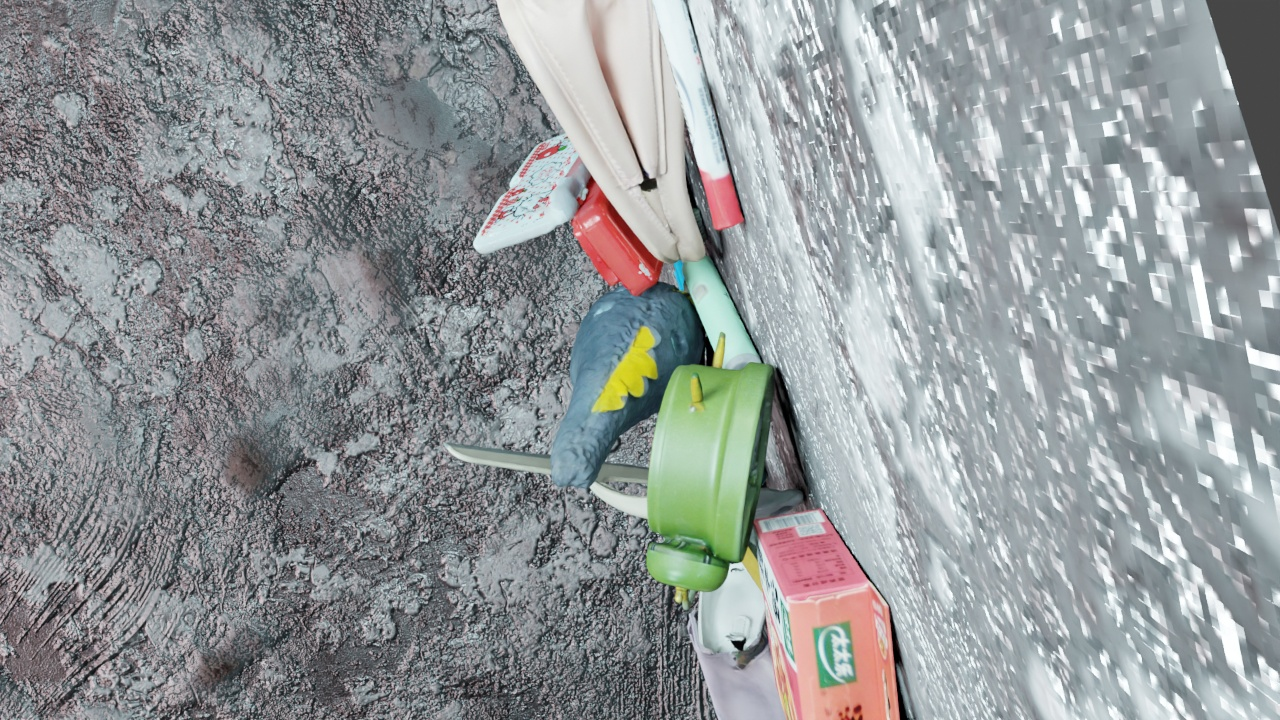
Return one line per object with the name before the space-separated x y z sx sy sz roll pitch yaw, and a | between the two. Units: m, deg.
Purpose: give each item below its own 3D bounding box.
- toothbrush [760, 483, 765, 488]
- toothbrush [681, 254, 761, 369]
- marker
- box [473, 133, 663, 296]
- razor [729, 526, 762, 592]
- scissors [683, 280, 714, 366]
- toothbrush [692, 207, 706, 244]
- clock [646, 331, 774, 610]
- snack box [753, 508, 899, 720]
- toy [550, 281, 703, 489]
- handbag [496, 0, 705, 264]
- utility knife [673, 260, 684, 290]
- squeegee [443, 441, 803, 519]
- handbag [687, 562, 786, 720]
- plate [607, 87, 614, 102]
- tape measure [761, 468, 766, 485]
toothbrush | 0.112 0.130 0.887 0.026 0.027 0.213 -41 -57 -40
toothbrush | 0.049 -0.055 0.683 0.027 0.026 0.224 29 -155 -28
marker | 0.026 -0.136 0.458 0.017 0.017 0.145 -105 -3 -71
box | -0.043 -0.117 0.706 0.112 0.100 0.201 51 -154 -21
razor | 0.110 0.178 0.802 0.062 0.068 0.167 29 -169 -21
scissors | 0.052 0.028 0.801 0.231 0.021 0.220 112 155 -72
toothbrush | 0.022 -0.167 0.659 0.014 0.016 0.190 -99 -5 -64
clock | 0.041 0.072 0.545 0.116 0.056 0.161 -46 -37 -68
snack box | 0.096 0.155 0.484 0.127 0.044 0.113 -101 3 -79
toy | -0.004 0.004 0.710 0.356 0.091 0.138 -32 -38 -81
handbag | -0.012 -0.161 0.580 0.193 0.093 0.234 -108 -5 -51
utility knife | 0.052 -0.072 0.975 0.034 0.018 0.209 -107 -2 -68
squeegee | 0.020 0.101 0.685 0.246 0.247 0.039 13 -98 -42
handbag | 0.111 0.295 0.873 0.144 0.098 0.197 -74 -31 -59
plate | -0.037 -0.316 0.772 0.161 0.034 0.266 -106 -2 -53
tape measure | 0.087 0.107 0.830 0.058 0.054 0.025 -147 39 -76
